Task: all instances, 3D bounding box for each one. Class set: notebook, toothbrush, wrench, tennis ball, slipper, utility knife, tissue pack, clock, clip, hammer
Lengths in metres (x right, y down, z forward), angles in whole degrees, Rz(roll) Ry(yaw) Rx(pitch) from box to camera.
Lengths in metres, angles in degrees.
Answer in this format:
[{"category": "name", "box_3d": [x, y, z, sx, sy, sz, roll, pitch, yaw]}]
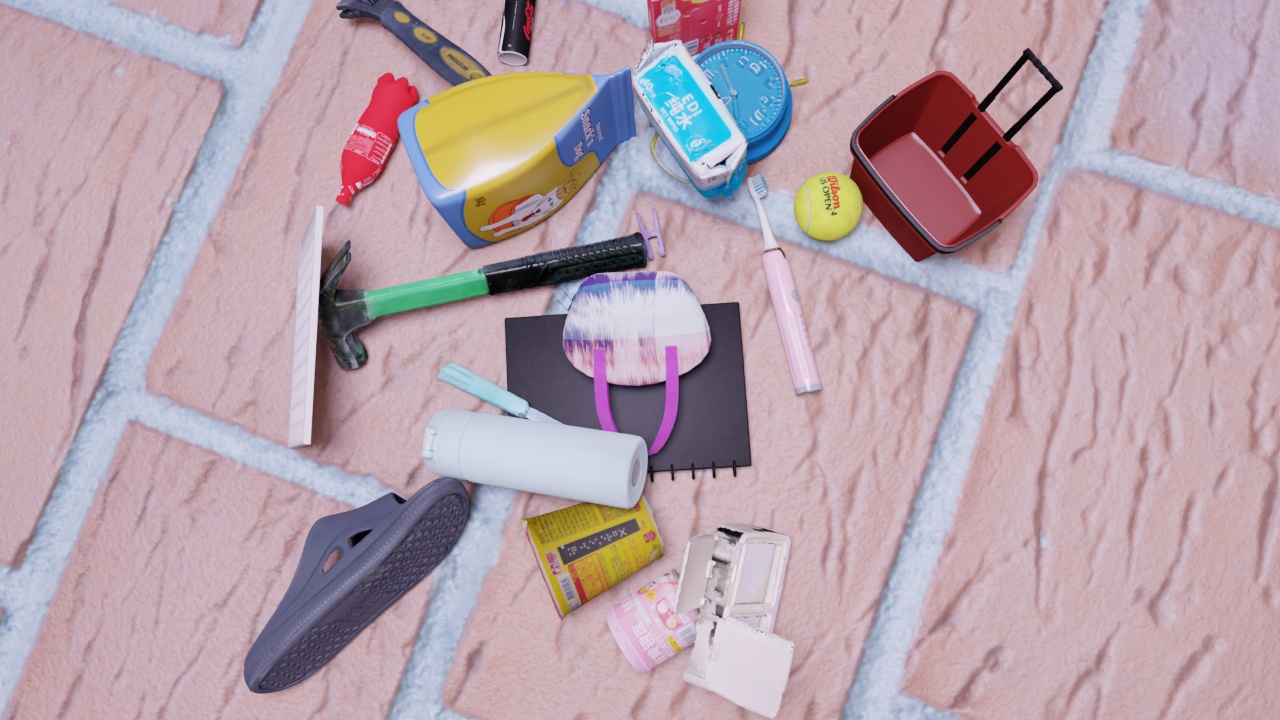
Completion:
[{"category": "notebook", "box_3d": [-0.315, -0.025, 0.860, 0.009, 0.143, 0.209, 4, 82, -25]}, {"category": "toothbrush", "box_3d": [0.137, -0.076, 0.893, 0.027, 0.027, 0.222, -17, 82, 29]}, {"category": "notebook", "box_3d": [-0.014, 0.034, 0.893, 0.231, 0.019, 0.169, -4, 82, 3]}, {"category": "wrench", "box_3d": [-0.225, -0.326, 0.905, 0.073, 0.022, 0.273, -37, 60, -20]}, {"category": "tennis ball", "box_3d": [0.180, -0.148, 0.881, 0.065, 0.065, 0.065, 0, 83, 3]}, {"category": "slipper", "box_3d": [-0.270, 0.193, 0.853, 0.268, 0.110, 0.083, -45, 66, 2]}, {"category": "utility knife", "box_3d": [-0.130, 0.039, 0.883, 0.158, 0.015, 0.022, 25, 82, 20]}, {"category": "tissue pack", "box_3d": [0.046, -0.217, 0.826, 0.062, 0.093, 0.144, -34, 85, 5]}, {"category": "clock", "box_3d": [0.080, -0.241, 0.901, 0.117, 0.060, 0.161, 41, 89, 6]}, {"category": "clip", "box_3d": [0.012, -0.126, 0.914, 0.036, 0.013, 0.052, -18, 85, 2]}, {"category": "hammer", "box_3d": [-0.150, -0.077, 0.883, 0.318, 0.130, 0.032, -12, 44, -6]}]

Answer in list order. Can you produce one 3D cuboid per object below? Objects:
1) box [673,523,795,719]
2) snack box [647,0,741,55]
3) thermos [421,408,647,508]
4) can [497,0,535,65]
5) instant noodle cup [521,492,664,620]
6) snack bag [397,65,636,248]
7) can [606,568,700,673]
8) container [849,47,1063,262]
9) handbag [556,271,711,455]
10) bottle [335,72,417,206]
[{"category": "box", "box_3d": [0.093, 0.220, 0.778, 0.101, 0.186, 0.145, 11, 88, 23]}, {"category": "snack box", "box_3d": [0.052, -0.331, 0.877, 0.089, 0.133, 0.021, -19, 81, 0]}, {"category": "thermos", "box_3d": [-0.100, 0.087, 0.836, 0.207, 0.077, 0.065, 7, 91, 17]}, {"category": "can", "box_3d": [-0.126, -0.346, 0.939, 0.031, 0.031, 0.080, 6, 83, 4]}, {"category": "instant noodle cup", "box_3d": [-0.041, 0.171, 0.846, 0.112, 0.100, 0.100, -21, 82, -11]}, {"category": "snack bag", "box_3d": [-0.100, -0.199, 0.856, 0.205, 0.159, 0.102, -23, 82, -2]}, {"category": "can", "box_3d": [0.016, 0.239, 0.841, 0.076, 0.067, 0.067, -32, 82, -2]}, {"category": "container", "box_3d": [0.270, -0.177, 0.811, 0.127, 0.201, 0.148, -37, 82, -2]}, {"category": "handbag", "box_3d": [-0.005, 0.005, 0.862, 0.144, 0.068, 0.170, -2, 87, 2]}, {"category": "bottle", "box_3d": [-0.271, -0.221, 0.926, 0.042, 0.042, 0.141, 24, 85, 6]}]
